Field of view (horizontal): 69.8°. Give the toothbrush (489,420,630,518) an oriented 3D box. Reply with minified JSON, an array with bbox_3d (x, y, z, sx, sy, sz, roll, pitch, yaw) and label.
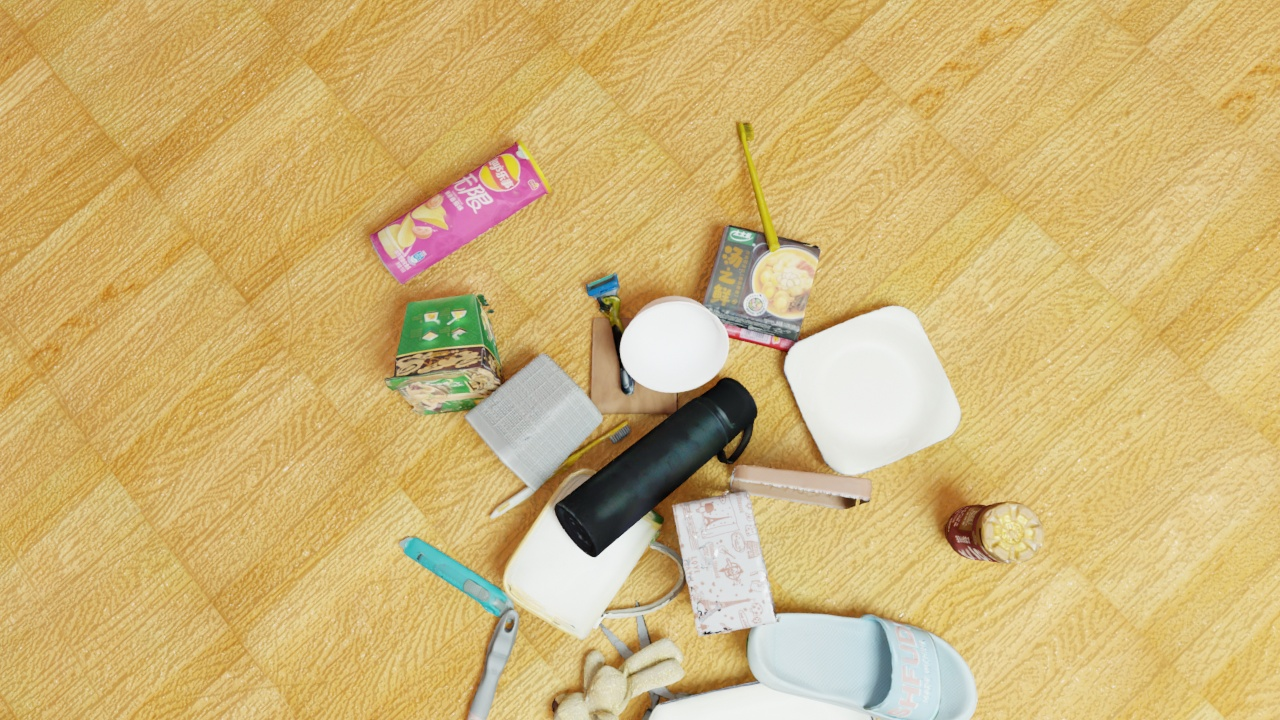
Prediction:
[{"bbox_3d":[-0.091,0.127,1.046,0.191,0.016,0.018,-35,88,-3],"label":"toothbrush"}]

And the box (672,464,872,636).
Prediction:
[{"bbox_3d":[0.142,0.179,0.938,0.193,0.183,0.156,-11,80,5],"label":"box"}]

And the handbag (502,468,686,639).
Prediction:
[{"bbox_3d":[-0.043,0.224,1.009,0.179,0.063,0.163,35,84,-3],"label":"handbag"}]

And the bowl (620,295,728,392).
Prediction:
[{"bbox_3d":[0.035,-0.030,1.015,0.118,0.118,0.064,-10,35,3],"label":"bowl"}]

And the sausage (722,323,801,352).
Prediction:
[{"bbox_3d":[0.126,-0.030,1.055,0.156,0.020,0.020,14,81,6],"label":"sausage"}]

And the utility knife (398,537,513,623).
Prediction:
[{"bbox_3d":[-0.207,0.245,1.035,0.157,0.013,0.029,30,82,9],"label":"utility knife"}]

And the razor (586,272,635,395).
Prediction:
[{"bbox_3d":[-0.026,-0.028,1.051,0.043,0.022,0.142,-22,74,29],"label":"razor"}]

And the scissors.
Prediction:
[{"bbox_3d":[0.017,0.357,0.998,0.159,0.014,0.175,14,80,7],"label":"scissors"}]

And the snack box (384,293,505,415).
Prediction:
[{"bbox_3d":[-0.217,-0.009,1.039,0.117,0.118,0.105,-7,67,2],"label":"snack box"}]

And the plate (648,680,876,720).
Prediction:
[{"bbox_3d":[0.119,0.419,0.956,0.265,0.034,0.162,-12,78,-5],"label":"plate"}]

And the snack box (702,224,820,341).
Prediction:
[{"bbox_3d":[0.138,-0.096,1.043,0.113,0.053,0.125,14,78,7],"label":"snack box"}]

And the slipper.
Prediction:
[{"bbox_3d":[0.230,0.308,0.937,0.245,0.074,0.103,12,59,-6],"label":"slipper"}]

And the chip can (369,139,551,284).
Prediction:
[{"bbox_3d":[-0.211,-0.173,1.080,0.210,0.071,0.071,-33,79,-1],"label":"chip can"}]

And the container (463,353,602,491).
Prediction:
[{"bbox_3d":[-0.114,0.065,1.013,0.114,0.090,0.090,-43,55,-7],"label":"container"}]

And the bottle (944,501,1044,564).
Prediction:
[{"bbox_3d":[0.347,0.173,0.922,0.057,0.175,0.057,-1,79,4],"label":"bottle"}]

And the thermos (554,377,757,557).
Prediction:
[{"bbox_3d":[0.028,0.117,0.978,0.242,0.068,0.090,-35,109,-24],"label":"thermos"}]

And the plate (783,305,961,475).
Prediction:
[{"bbox_3d":[0.256,0.034,1.025,0.163,0.034,0.164,-22,79,1],"label":"plate"}]

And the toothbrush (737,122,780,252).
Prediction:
[{"bbox_3d":[0.137,-0.204,1.056,0.016,0.016,0.189,-6,59,-5],"label":"toothbrush"}]

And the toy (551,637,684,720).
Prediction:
[{"bbox_3d":[-0.023,0.351,0.973,0.157,0.066,0.105,-34,39,7],"label":"toy"}]

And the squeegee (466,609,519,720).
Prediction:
[{"bbox_3d":[-0.177,0.393,0.995,0.247,0.040,0.249,19,76,-8],"label":"squeegee"}]

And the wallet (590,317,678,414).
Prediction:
[{"bbox_3d":[-0.006,0.006,1.060,0.101,0.020,0.115,0,77,6],"label":"wallet"}]
